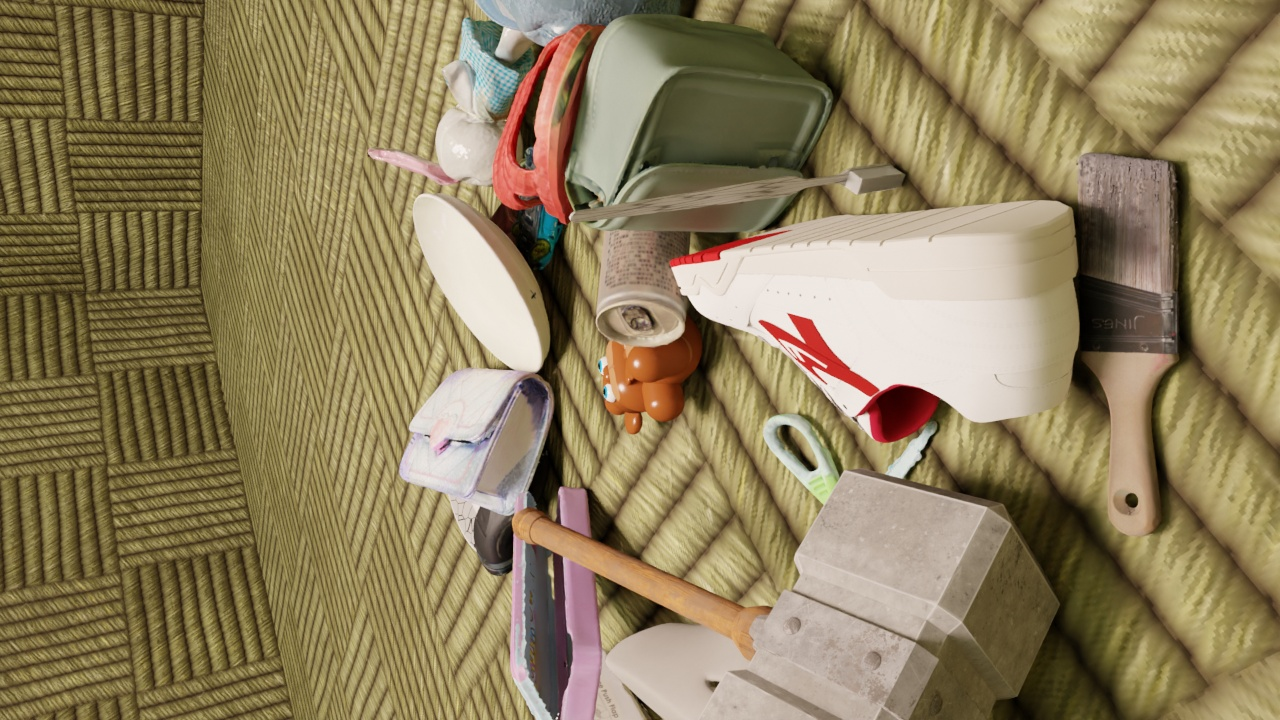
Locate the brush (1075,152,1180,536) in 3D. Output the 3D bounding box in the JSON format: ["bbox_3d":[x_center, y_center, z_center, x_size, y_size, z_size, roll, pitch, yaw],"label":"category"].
[{"bbox_3d":[0.189,-0.006,0.356,0.039,0.012,0.151,6,101,58],"label":"brush"}]

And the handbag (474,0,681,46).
[{"bbox_3d":[-0.053,-0.263,0.617,0.192,0.121,0.119,52,154,38],"label":"handbag"}]

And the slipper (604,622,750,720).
[{"bbox_3d":[0.077,0.199,0.528,0.113,0.080,0.266,43,162,-18],"label":"slipper"}]

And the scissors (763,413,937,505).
[{"bbox_3d":[0.116,0.095,0.497,0.172,0.021,0.172,54,134,41],"label":"scissors"}]

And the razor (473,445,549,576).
[{"bbox_3d":[-0.114,0.138,0.860,0.053,0.063,0.141,51,122,43],"label":"razor"}]

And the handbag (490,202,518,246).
[{"bbox_3d":[-0.104,-0.139,0.807,0.055,0.029,0.120,61,138,29],"label":"handbag"}]

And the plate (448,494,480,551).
[{"bbox_3d":[-0.171,0.111,0.972,0.189,0.016,0.189,18,111,57],"label":"plate"}]

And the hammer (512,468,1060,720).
[{"bbox_3d":[0.022,0.122,0.474,0.318,0.162,0.083,11,149,50],"label":"hammer"}]

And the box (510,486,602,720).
[{"bbox_3d":[-0.063,0.181,0.700,0.214,0.065,0.078,-104,7,-63],"label":"box"}]

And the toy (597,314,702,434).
[{"bbox_3d":[-0.004,0.004,0.632,0.128,0.065,0.094,129,136,-57],"label":"toy"}]

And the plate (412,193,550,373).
[{"bbox_3d":[-0.133,-0.072,0.808,0.182,0.034,0.183,42,155,25],"label":"plate"}]

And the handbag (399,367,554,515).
[{"bbox_3d":[-0.153,0.065,0.841,0.159,0.069,0.126,3,70,55],"label":"handbag"}]

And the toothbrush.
[{"bbox_3d":[0.051,-0.073,0.409,0.010,0.181,0.010,48,140,40],"label":"toothbrush"}]

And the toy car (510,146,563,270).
[{"bbox_3d":[-0.082,-0.125,0.760,0.048,0.032,0.105,51,142,42],"label":"toy car"}]

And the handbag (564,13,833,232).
[{"bbox_3d":[0.033,-0.118,0.491,0.067,0.121,0.106,53,135,37],"label":"handbag"}]

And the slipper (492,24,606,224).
[{"bbox_3d":[-0.058,-0.143,0.585,0.249,0.059,0.103,149,143,-86],"label":"slipper"}]

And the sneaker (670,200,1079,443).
[{"bbox_3d":[0.099,-0.013,0.446,0.237,0.090,0.104,7,113,57],"label":"sneaker"}]

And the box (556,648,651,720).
[{"bbox_3d":[-0.020,0.301,0.746,0.107,0.091,0.103,-129,35,-49],"label":"box"}]

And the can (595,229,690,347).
[{"bbox_3d":[0.004,-0.079,0.566,0.054,0.054,0.135,-40,40,54],"label":"can"}]

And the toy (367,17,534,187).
[{"bbox_3d":[-0.125,-0.209,0.778,0.105,0.130,0.206,54,132,5],"label":"toy"}]
